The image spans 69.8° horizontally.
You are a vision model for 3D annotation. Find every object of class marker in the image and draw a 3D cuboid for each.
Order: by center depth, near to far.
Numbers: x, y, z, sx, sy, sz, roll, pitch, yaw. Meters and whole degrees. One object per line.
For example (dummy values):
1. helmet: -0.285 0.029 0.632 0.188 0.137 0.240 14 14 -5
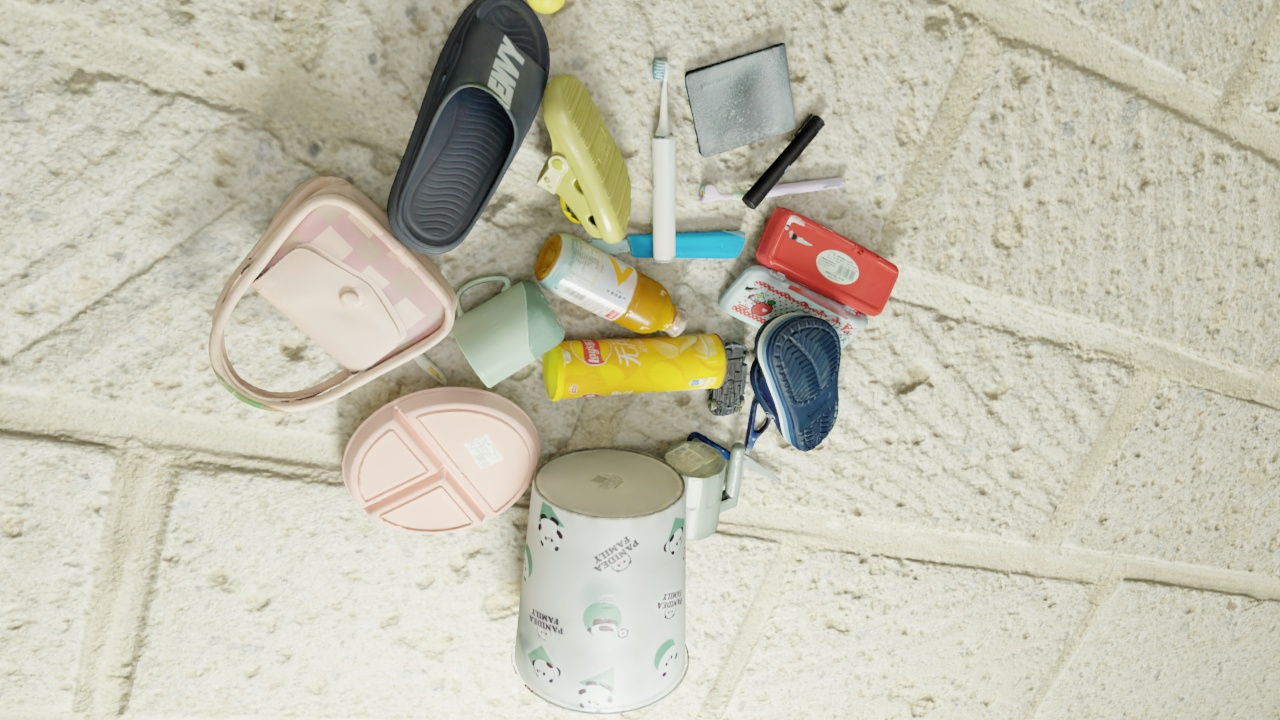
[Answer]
1. marker: 0.164 -0.229 1.055 0.022 0.020 0.132 41 86 -13

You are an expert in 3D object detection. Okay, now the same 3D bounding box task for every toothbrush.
1. toothbrush: -0.278 -0.033 1.007 0.018 0.016 0.191 -33 123 11
2. toothbrush: 0.026 -0.218 1.012 0.026 0.026 0.221 -4 110 -10
3. toothbrush: 0.158 -0.203 1.081 0.189 0.021 0.029 -8 156 -18

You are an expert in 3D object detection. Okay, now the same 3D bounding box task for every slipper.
1. slipper: -0.152 -0.225 0.881 0.110 0.083 0.268 26 85 -33
2. slipper: -0.069 -0.208 0.966 0.082 0.091 0.191 -4 134 24
3. slipper: 0.194 0.019 1.172 0.105 0.095 0.253 -45 141 -16

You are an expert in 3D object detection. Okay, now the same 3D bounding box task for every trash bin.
1. trash bin: -0.043 0.259 1.132 0.229 0.229 0.252 -3 111 -19

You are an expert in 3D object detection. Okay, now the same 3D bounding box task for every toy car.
1. toy car: 0.110 0.022 1.170 0.049 0.031 0.106 -7 119 -18

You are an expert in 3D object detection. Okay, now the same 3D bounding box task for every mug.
1. mug: -0.152 -0.044 1.017 0.106 0.082 0.111 -32 91 -2
2. mug: 0.082 0.164 1.203 0.123 0.084 0.103 -16 127 -30

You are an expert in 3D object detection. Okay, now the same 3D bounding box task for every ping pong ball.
1. ping pong ball: -0.092 -0.359 0.893 0.040 0.040 0.040 -9 118 -16

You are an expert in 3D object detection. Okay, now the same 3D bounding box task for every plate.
1. plate: -0.228 0.126 1.072 0.229 0.028 0.230 -10 131 -12

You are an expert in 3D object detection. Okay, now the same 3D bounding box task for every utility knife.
1. utility knife: 0.031 -0.134 1.069 0.191 0.018 0.034 -3 110 -17

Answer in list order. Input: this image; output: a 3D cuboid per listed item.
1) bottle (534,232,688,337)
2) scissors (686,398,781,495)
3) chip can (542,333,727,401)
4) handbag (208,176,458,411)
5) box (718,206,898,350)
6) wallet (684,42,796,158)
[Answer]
1. bottle: -0.028 -0.079 1.045 0.189 0.068 0.068 25 105 -29
2. scissors: 0.136 0.123 1.243 0.175 0.012 0.162 20 106 -26
3. chip can: -0.007 0.006 1.096 0.213 0.072 0.072 -3 117 -20
4. handbag: -0.323 -0.049 0.924 0.234 0.093 0.193 -43 121 -3
5. box: 0.213 -0.089 1.142 0.201 0.060 0.161 21 111 -27
6. wallet: 0.112 -0.289 1.020 0.120 0.019 0.097 -20 119 -9
